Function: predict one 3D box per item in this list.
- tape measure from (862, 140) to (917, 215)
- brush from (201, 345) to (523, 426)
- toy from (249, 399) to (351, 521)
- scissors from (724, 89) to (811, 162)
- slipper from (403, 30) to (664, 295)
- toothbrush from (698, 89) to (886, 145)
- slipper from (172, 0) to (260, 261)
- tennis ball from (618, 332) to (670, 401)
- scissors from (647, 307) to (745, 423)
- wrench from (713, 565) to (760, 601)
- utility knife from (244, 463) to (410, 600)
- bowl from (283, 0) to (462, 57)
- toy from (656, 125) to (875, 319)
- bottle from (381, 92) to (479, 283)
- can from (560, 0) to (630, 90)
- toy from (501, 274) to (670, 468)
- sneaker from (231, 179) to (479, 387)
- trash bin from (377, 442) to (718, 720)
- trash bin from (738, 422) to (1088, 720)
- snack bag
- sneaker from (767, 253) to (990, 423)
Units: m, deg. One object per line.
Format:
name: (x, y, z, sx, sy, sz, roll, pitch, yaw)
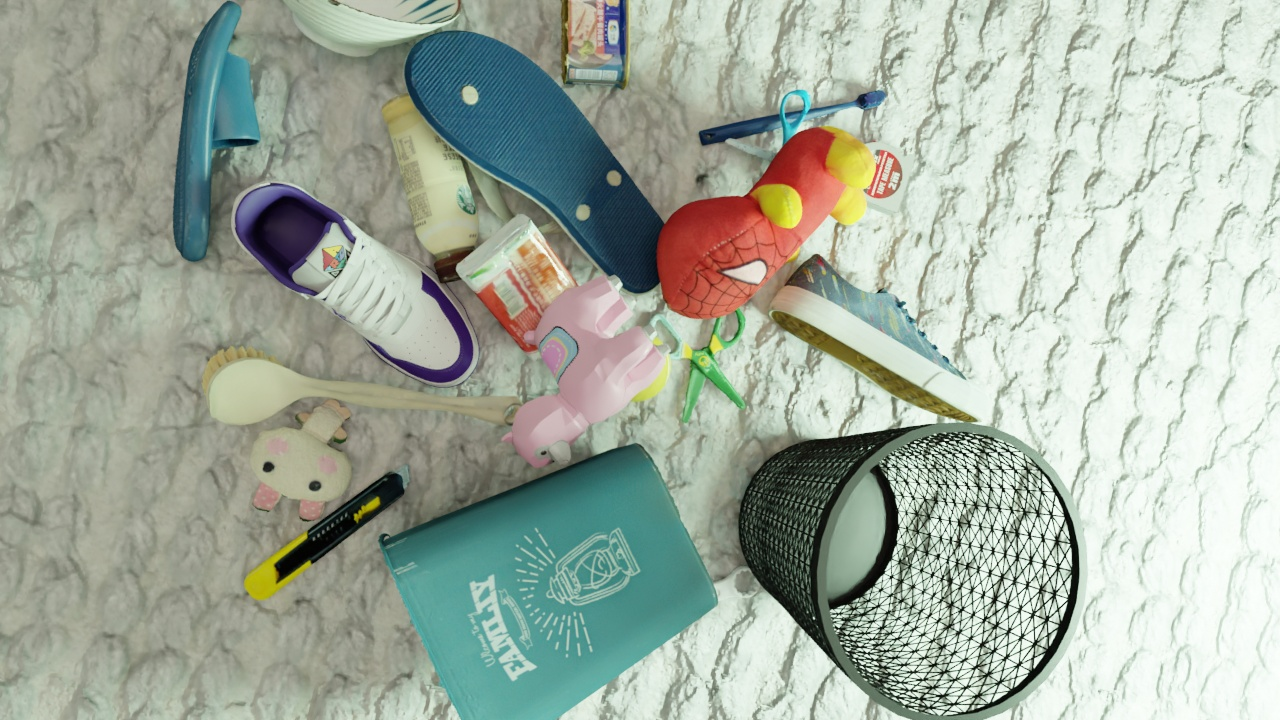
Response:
tape measure: (0.231, -0.180, 0.895, 0.062, 0.020, 0.060, 19, 88, -9)
brush: (-0.236, 0.031, 0.788, 0.272, 0.077, 0.062, 5, 125, -7)
toy: (-0.294, 0.089, 0.799, 0.087, 0.050, 0.112, 27, 92, -10)
scissors: (0.143, -0.190, 0.874, 0.133, 0.014, 0.127, 26, 97, -16)
slipper: (-0.085, -0.172, 0.818, 0.295, 0.060, 0.118, 43, 68, -22)
toothbrush: (0.148, -0.234, 0.881, 0.190, 0.017, 0.016, -15, 93, -9)
slipper: (-0.352, -0.187, 0.763, 0.059, 0.104, 0.214, 7, 98, -31)
tennis ball: (-0.005, 0.005, 0.835, 0.065, 0.065, 0.065, 0, 91, -10)
scissors: (0.053, -0.003, 0.873, 0.127, 0.011, 0.125, 19, 87, -8)
wrench: (-0.014, 0.249, 0.867, 0.273, 0.009, 0.047, -17, 94, -9)
utility knife: (-0.274, 0.151, 0.816, 0.174, 0.020, 0.029, -38, 104, -8)
bowl: (-0.245, -0.306, 0.769, 0.177, 0.176, 0.071, 29, 127, -9)
toy: (0.105, -0.119, 0.821, 0.216, 0.147, 0.098, -35, 67, -3)
bottle: (-0.179, -0.151, 0.807, 0.056, 0.056, 0.162, -16, 94, -9)
can: (-0.041, -0.298, 0.829, 0.059, 0.054, 0.100, -1, 91, -9)
toy: (-0.056, 0.011, 0.774, 0.157, 0.067, 0.123, -37, 63, 2)
sneaker: (-0.237, -0.068, 0.770, 0.244, 0.111, 0.091, 37, 85, -9)
trash bin: (-0.076, 0.185, 0.768, 0.218, 0.199, 0.196, -26, 89, -15)
trash bin: (0.200, 0.156, 0.778, 0.216, 0.243, 0.217, 0, 89, -13)
snack bag: (-0.100, -0.063, 0.808, 0.077, 0.036, 0.116, -41, 128, -7)
sneaker: (0.238, -0.022, 0.871, 0.235, 0.087, 0.079, 30, 81, -6)
